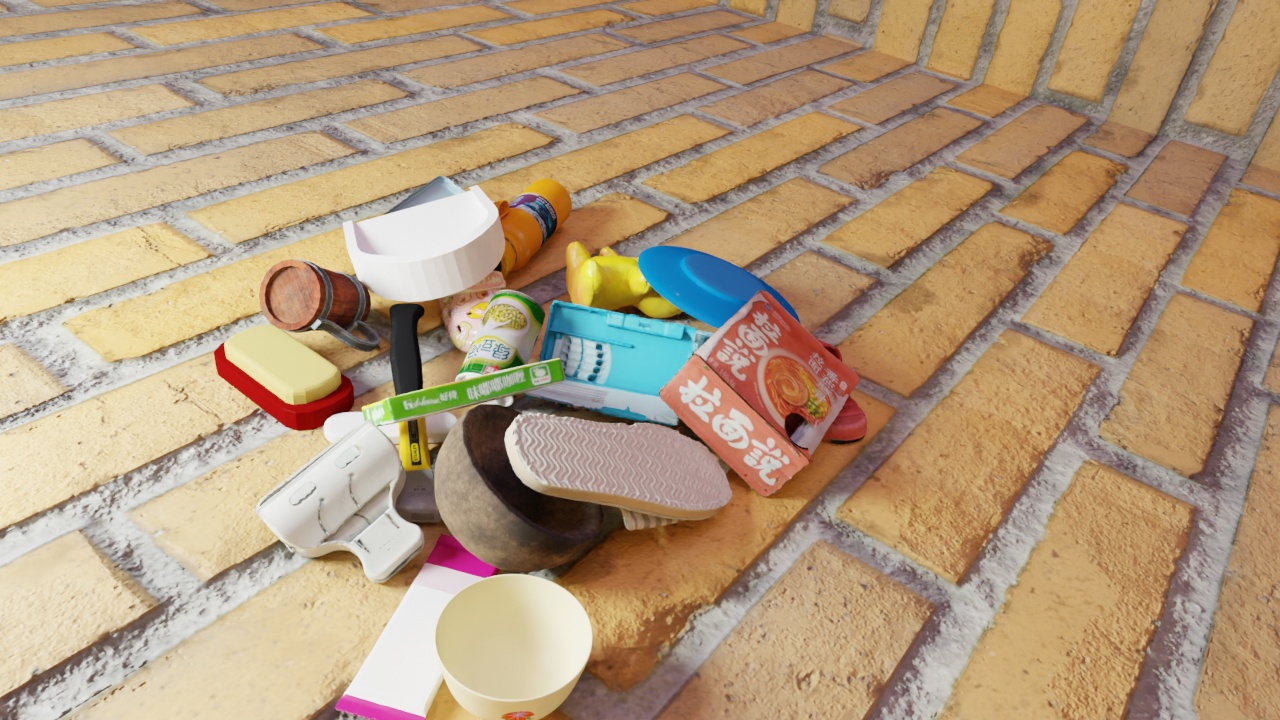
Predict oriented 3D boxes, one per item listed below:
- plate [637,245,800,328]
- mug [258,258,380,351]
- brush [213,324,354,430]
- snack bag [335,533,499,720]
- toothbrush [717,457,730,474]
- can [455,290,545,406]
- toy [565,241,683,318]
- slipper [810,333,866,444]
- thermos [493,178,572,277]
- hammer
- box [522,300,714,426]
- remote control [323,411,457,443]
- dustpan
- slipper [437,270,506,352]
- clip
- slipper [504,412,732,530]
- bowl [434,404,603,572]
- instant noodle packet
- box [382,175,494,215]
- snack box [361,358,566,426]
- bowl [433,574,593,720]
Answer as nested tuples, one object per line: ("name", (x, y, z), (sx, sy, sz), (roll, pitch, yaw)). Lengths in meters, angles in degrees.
("plate", (0.105, -0.096, 1.159), (0.224, 0.024, 0.224), (19, 27, -10))
("mug", (-0.359, -0.057, 1.058), (0.117, 0.081, 0.111), (48, 11, 12))
("brush", (-0.390, 0.011, 1.000), (0.173, 0.042, 0.082), (29, 38, 27))
("snack bag", (-0.174, 0.219, 0.763), (0.070, 0.016, 0.196), (12, 33, 8))
("toothbrush", (0.133, 0.071, 1.027), (0.017, 0.012, 0.186), (37, 54, 13))
("can", (-0.156, -0.012, 1.030), (0.067, 0.067, 0.120), (14, 59, 7))
("toy", (-0.003, -0.100, 1.216), (0.193, 0.087, 0.134), (-1, 21, -29))
("slipper", (0.199, 0.005, 1.135), (0.103, 0.059, 0.248), (-9, 39, -24))
("thermos", (-0.178, -0.193, 1.318), (0.091, 0.076, 0.232), (48, 33, -13))
("hammer", (-0.243, 0.042, 0.970), (0.127, 0.029, 0.323), (-3, 41, -16))
("box", (-0.008, 0.021, 1.051), (0.227, 0.087, 0.168), (11, 50, 3))
("remote control", (-0.262, 0.071, 0.968), (0.136, 0.013, 0.043), (0, 35, -14))
("dustpan", (-0.275, -0.165, 1.164), (0.191, 0.053, 0.257), (-19, 37, -12))
("slipper", (-0.204, -0.078, 1.145), (0.093, 0.082, 0.197), (-10, 36, -25))
("clip", (-0.258, 0.123, 0.806), (0.152, 0.105, 0.126), (35, 66, 32))
("slipper", (-0.018, 0.105, 0.872), (0.272, 0.054, 0.114), (14, 36, -44))
("bowl", (-0.116, 0.121, 0.826), (0.162, 0.070, 0.162), (39, 19, -17))
("instant noodle packet", (0.147, 0.020, 1.020), (0.164, 0.084, 0.220), (43, 42, 5))
("box", (-0.281, -0.200, 1.345), (0.151, 0.041, 0.213), (27, 35, 4))
("snack box", (-0.173, 0.032, 0.889), (0.167, 0.027, 0.132), (-14, 0, -27))
("bowl", (-0.099, 0.234, 0.705), (0.118, 0.074, 0.117), (6, 34, -4))
